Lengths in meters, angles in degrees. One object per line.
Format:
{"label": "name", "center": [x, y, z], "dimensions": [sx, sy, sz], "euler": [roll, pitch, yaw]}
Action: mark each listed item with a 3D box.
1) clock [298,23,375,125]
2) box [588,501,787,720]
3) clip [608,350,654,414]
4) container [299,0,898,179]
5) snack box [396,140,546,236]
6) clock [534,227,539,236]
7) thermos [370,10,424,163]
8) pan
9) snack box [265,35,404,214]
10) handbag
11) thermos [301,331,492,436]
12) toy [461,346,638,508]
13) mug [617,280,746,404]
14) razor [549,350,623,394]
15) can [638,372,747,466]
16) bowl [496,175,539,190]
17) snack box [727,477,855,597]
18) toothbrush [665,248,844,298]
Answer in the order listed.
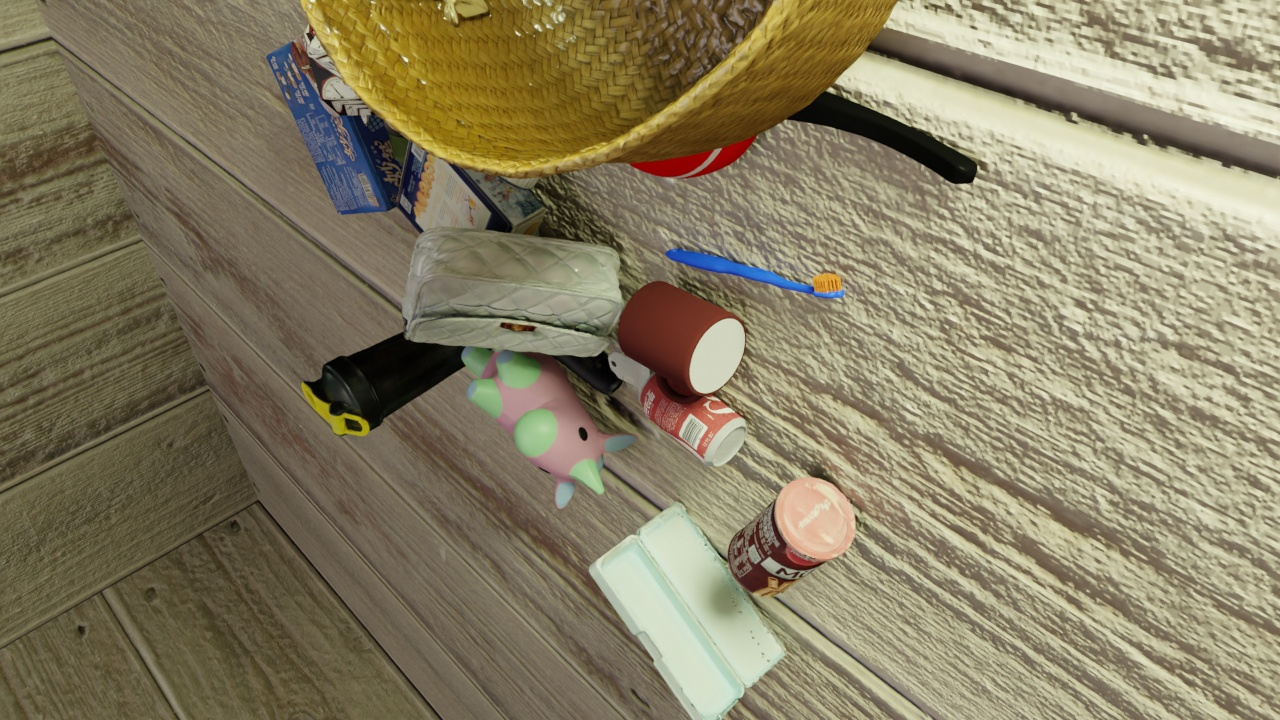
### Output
{"label": "clock", "center": [-0.303, -0.320, 0.922], "dimensions": [0.065, 0.114, 0.155], "euler": [0, 151, 7]}
{"label": "box", "center": [0.049, 0.258, 0.941], "dimensions": [0.197, 0.134, 0.041], "euler": [54, 139, 7]}
{"label": "clip", "center": [-0.009, 0.009, 0.893], "dimensions": [0.058, 0.050, 0.102], "euler": [17, 131, 31]}
{"label": "container", "center": [-0.015, -0.245, 0.461], "dimensions": [0.307, 0.196, 0.307], "euler": [11, 110, 32]}
{"label": "snack box", "center": [-0.169, -0.147, 0.885], "dimensions": [0.145, 0.042, 0.145], "euler": [48, 146, 7]}
{"label": "clock", "center": [-0.158, -0.136, 0.962], "dimensions": [0.123, 0.045, 0.159], "euler": [19, 133, 40]}
{"label": "thermos", "center": [-0.233, -0.307, 0.896], "dimensions": [0.082, 0.082, 0.232], "euler": [31, 140, 38]}
{"label": "pan", "center": [0.056, -0.190, 0.609], "dimensions": [0.356, 0.067, 0.209], "euler": [40, 145, 33]}
{"label": "snack box", "center": [-0.342, -0.279, 1.077], "dimensions": [0.155, 0.069, 0.203], "euler": [9, 126, 52]}
{"label": "handbag", "center": [-0.119, -0.052, 0.850], "dimensions": [0.139, 0.194, 0.072], "euler": [125, 145, -58]}
{"label": "thermos", "center": [-0.287, 0.010, 1.113], "dimensions": [0.098, 0.220, 0.098], "euler": [35, 142, 33]}
{"label": "toy", "center": [-0.111, 0.048, 1.016], "dimensions": [0.171, 0.120, 0.222], "euler": [40, -168, -32]}
{"label": "mug", "center": [0.035, -0.006, 0.781], "dimensions": [0.082, 0.073, 0.106], "euler": [30, 134, 38]}
{"label": "razor", "center": [-0.079, -0.015, 0.971], "dimensions": [0.151, 0.053, 0.067], "euler": [39, 157, 16]}
{"label": "can", "center": [0.047, 0.050, 0.838], "dimensions": [0.096, 0.053, 0.054], "euler": [38, 144, 29]}
{"label": "bowl", "center": [-0.120, -0.214, 0.807], "dimensions": [0.062, 0.118, 0.118], "euler": [-44, 77, 17]}
{"label": "snack box", "center": [0.129, 0.157, 0.801], "dimensions": [0.072, 0.072, 0.122], "euler": [50, 149, 13]}
{"label": "toothbrush", "center": [0.083, -0.072, 0.713], "dimensions": [0.183, 0.016, 0.018], "euler": [20, 128, 45]}
